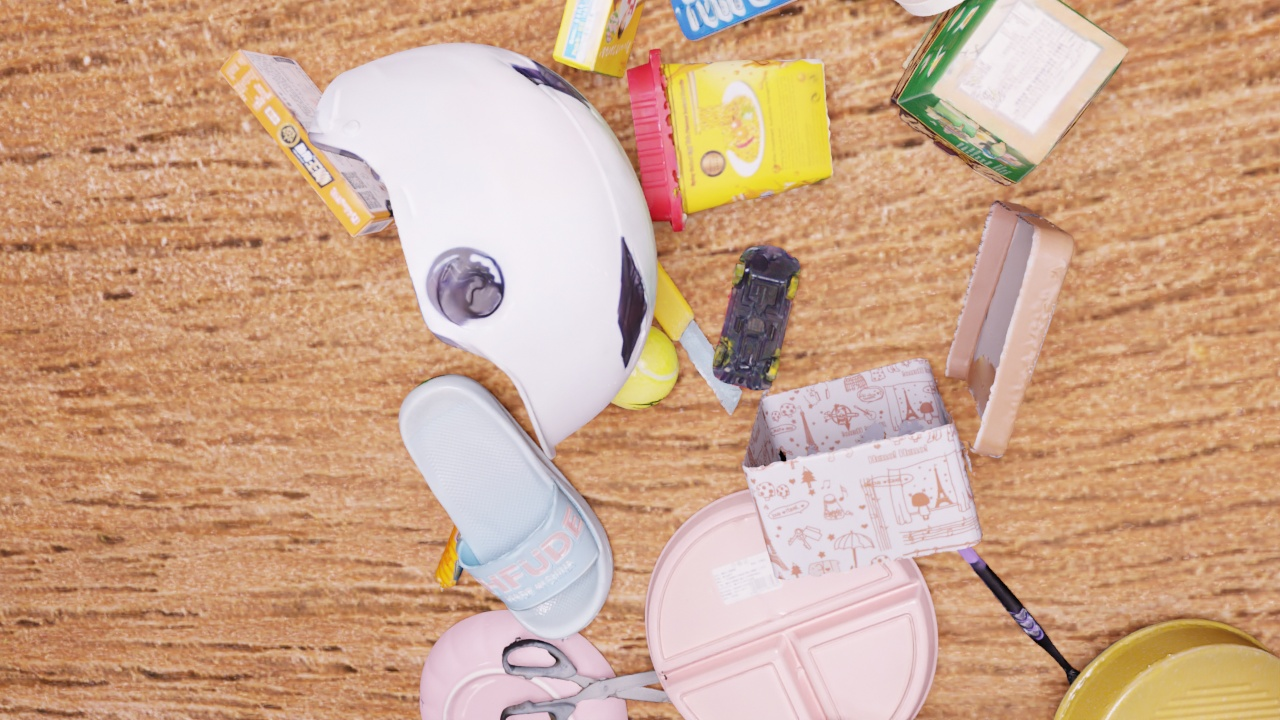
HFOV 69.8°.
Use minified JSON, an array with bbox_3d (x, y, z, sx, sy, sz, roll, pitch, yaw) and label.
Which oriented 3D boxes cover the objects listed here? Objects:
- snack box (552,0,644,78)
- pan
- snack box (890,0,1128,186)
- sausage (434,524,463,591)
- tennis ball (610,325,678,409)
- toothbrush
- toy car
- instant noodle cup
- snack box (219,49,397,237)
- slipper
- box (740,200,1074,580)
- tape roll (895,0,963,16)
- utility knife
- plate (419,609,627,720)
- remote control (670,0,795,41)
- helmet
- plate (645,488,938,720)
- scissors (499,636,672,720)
[{"bbox_3d":[-0.015,-0.263,0.612,0.034,0.086,0.140,22,107,6],"label":"snack box"},{"bbox_3d":[0.309,0.283,0.661,0.357,0.078,0.198,-1,98,-7],"label":"pan"},{"bbox_3d":[0.233,-0.178,0.570,0.118,0.105,0.118,34,107,1],"label":"snack box"},{"bbox_3d":[-0.140,0.127,0.769,0.021,0.021,0.165,26,108,5],"label":"sausage"},{"bbox_3d":[-0.004,0.004,0.687,0.065,0.065,0.065,3,104,11],"label":"tennis ball"},{"bbox_3d":[0.289,0.194,0.698,0.014,0.016,0.189,-40,91,18],"label":"toothbrush"},{"bbox_3d":[0.086,-0.032,0.676,0.049,0.031,0.106,13,94,2],"label":"toy car"},{"bbox_3d":[0.059,-0.152,0.617,0.124,0.116,0.116,-7,102,2],"label":"instant noodle cup"},{"bbox_3d":[-0.239,-0.163,0.690,0.026,0.075,0.153,-38,93,16],"label":"snack box"},{"bbox_3d":[-0.103,0.121,0.717,0.104,0.074,0.245,-28,108,8],"label":"slipper"},{"bbox_3d":[0.181,0.025,0.594,0.136,0.179,0.270,42,109,0],"label":"box"},{"bbox_3d":[0.196,-0.256,0.573,0.014,0.085,0.086,28,111,-30],"label":"tape roll"},{"bbox_3d":[0.010,-0.053,0.695,0.033,0.015,0.223,-35,92,17],"label":"utility knife"},{"bbox_3d":[-0.108,0.312,0.799,0.192,0.039,0.192,3,104,11],"label":"plate"},{"bbox_3d":[0.082,-0.262,0.624,0.125,0.024,0.049,-17,100,17],"label":"remote control"},{"bbox_3d":[-0.069,-0.083,0.570,0.146,0.229,0.258,-33,92,-1],"label":"helmet"},{"bbox_3d":[0.111,0.213,0.712,0.230,0.028,0.229,1,93,17],"label":"plate"},{"bbox_3d":[-0.037,0.274,0.759,0.164,0.014,0.164,44,89,-12],"label":"scissors"}]
